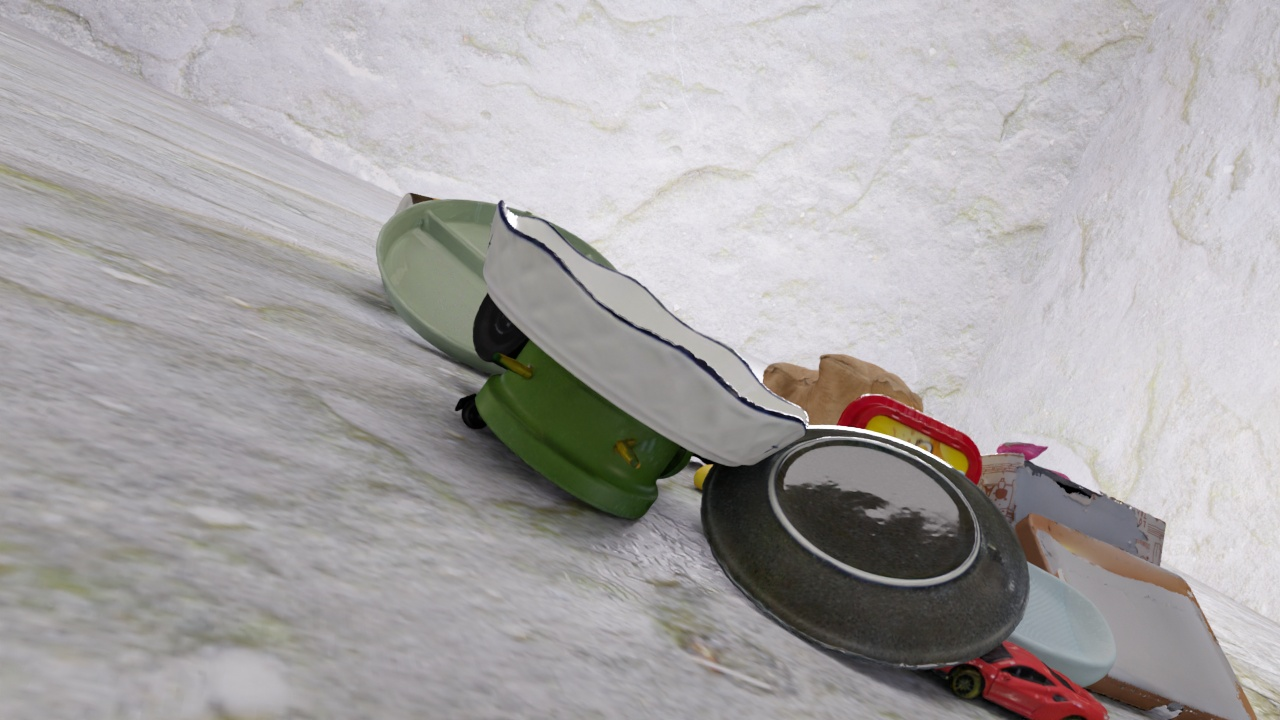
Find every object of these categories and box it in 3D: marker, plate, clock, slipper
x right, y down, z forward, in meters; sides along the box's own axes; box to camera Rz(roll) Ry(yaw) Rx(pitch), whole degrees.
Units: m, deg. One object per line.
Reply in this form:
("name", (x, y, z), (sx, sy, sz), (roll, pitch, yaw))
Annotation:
("marker", (0.066, 0.087, 0.693), (0.015, 0.018, 0.123), (27, 5, 22))
("plate", (0.122, 0.084, 0.494), (0.179, 0.024, 0.179), (7, 33, -5))
("clock", (-0.025, 0.031, 0.530), (0.116, 0.056, 0.161), (38, 7, 10))
("slipper", (0.188, 0.116, 0.559), (0.245, 0.074, 0.103), (29, 32, -3))
("plate", (-0.002, -0.011, 0.502), (0.205, 0.045, 0.204), (35, 8, -6))
("marker", (-0.090, 0.025, 0.585), (0.022, 0.020, 0.132), (20, 6, 2))
("plate", (-0.109, -0.061, 0.774), (0.230, 0.028, 0.229), (17, 36, -13))

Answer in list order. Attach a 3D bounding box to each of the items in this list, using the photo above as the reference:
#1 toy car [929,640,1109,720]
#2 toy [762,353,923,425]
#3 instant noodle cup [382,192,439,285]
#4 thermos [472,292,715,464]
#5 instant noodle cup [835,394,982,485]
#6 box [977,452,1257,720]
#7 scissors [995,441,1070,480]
("toy car", (0.190, 0.164, 0.479), (0.106, 0.031, 0.049), (23, 5, -2))
("toy", (0.206, 0.050, 0.857), (0.143, 0.082, 0.226), (39, -19, -16))
("instant noodle cup", (-0.181, -0.101, 0.887), (0.114, 0.118, 0.118), (13, 11, -28))
("thermos", (-0.004, 0.004, 0.674), (0.242, 0.090, 0.068), (29, -3, -42))
("instant noodle cup", (0.194, 0.098, 0.745), (0.116, 0.116, 0.124), (25, -5, 2))
("box", (0.342, 0.165, 0.724), (0.179, 0.133, 0.271), (24, 11, -18))
("scissors", (0.306, 0.089, 0.784), (0.131, 0.017, 0.134), (20, -20, -14))
